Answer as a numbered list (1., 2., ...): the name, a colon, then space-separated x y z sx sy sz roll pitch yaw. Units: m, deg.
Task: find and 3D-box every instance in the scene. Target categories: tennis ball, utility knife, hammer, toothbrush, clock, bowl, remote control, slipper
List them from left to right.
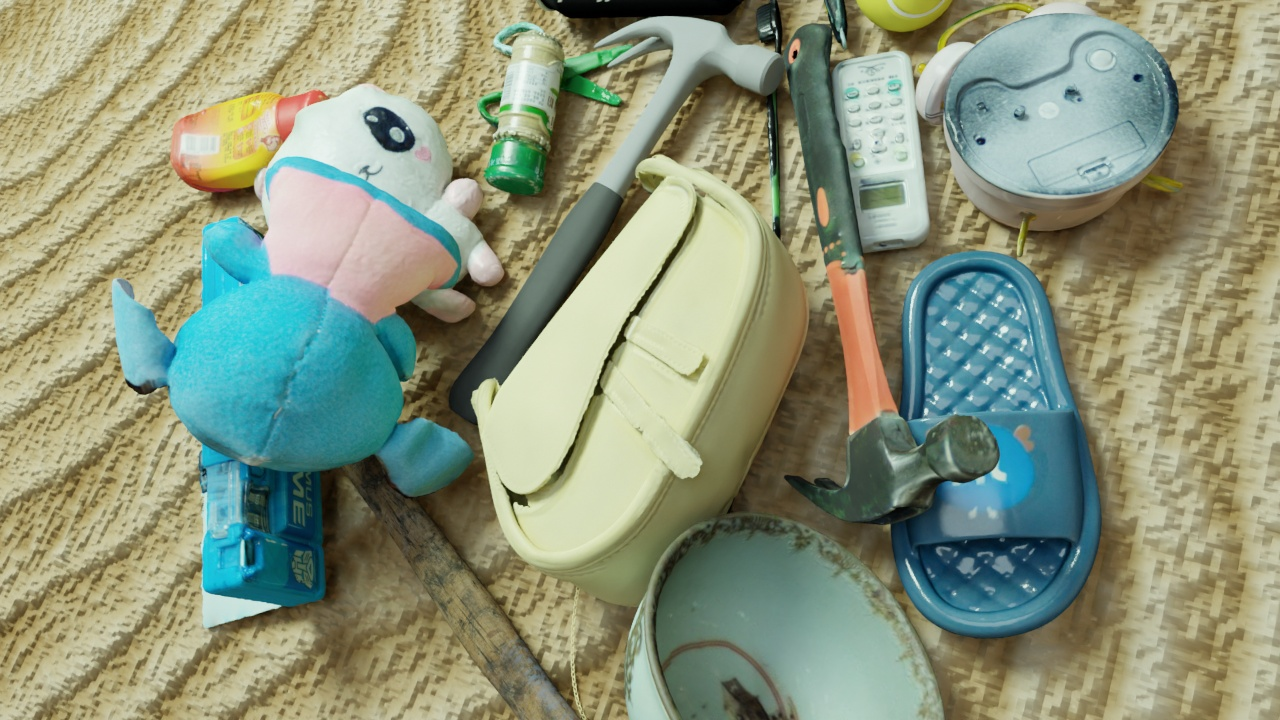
1. hammer: -0.111 0.153 0.555 0.120 0.033 0.330 -48 62 6
2. hammer: -0.036 -0.095 0.612 0.125 0.029 0.311 31 87 27
3. bowl: 0.055 0.167 0.451 0.160 0.159 0.094 58 136 25
4. toothbrush: 0.086 -0.160 0.608 0.017 0.014 0.187 -9 69 29
5. utility knife: 0.124 -0.280 0.628 0.020 0.029 0.173 -15 68 18
6. hammer: 0.115 -0.068 0.527 0.033 0.133 0.332 9 60 -20
7. remote control: 0.148 -0.130 0.571 0.050 0.022 0.133 -5 70 16
8. tennis ball: 0.168 -0.242 0.579 0.065 0.065 0.065 -6 70 16
9. slipper: 0.185 0.036 0.484 0.104 0.059 0.213 -1 70 16
10. clock: 0.226 -0.146 0.528 0.117 0.059 0.157 -23 67 5

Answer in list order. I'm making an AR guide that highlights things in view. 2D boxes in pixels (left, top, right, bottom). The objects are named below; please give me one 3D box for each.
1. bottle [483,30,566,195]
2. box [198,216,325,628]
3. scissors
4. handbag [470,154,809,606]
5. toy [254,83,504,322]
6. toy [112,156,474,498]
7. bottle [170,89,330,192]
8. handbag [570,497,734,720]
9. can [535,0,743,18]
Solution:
1. bottle: -0.080 -0.174 0.645 0.043 0.042 0.110 7 82 20
2. box: -0.279 0.045 0.612 0.114 0.114 0.243 -14 68 8
3. scissors: -0.063 -0.220 0.680 0.131 0.012 0.112 -15 71 13
4. handbag: -0.003 0.003 0.512 0.191 0.088 0.233 38 91 37
5. toy: -0.174 -0.102 0.637 0.179 0.101 0.138 43 76 7
6. toy: -0.179 -0.019 0.541 0.099 0.224 0.191 -27 39 57
7. bottle: -0.300 -0.175 0.723 0.134 0.048 0.071 -10 69 15
8. handbag: 0.001 0.126 0.535 0.084 0.027 0.178 15 81 24
9. can: -0.001 -0.283 0.642 0.146 0.080 0.080 7 74 20
